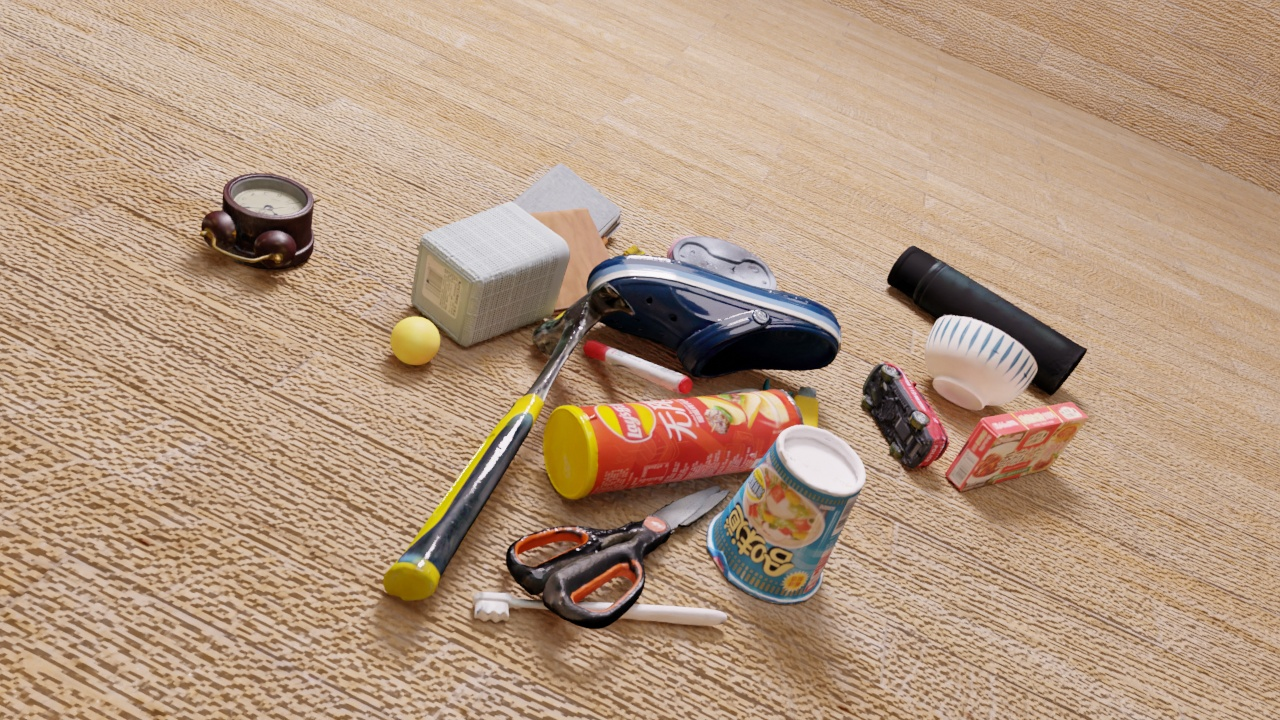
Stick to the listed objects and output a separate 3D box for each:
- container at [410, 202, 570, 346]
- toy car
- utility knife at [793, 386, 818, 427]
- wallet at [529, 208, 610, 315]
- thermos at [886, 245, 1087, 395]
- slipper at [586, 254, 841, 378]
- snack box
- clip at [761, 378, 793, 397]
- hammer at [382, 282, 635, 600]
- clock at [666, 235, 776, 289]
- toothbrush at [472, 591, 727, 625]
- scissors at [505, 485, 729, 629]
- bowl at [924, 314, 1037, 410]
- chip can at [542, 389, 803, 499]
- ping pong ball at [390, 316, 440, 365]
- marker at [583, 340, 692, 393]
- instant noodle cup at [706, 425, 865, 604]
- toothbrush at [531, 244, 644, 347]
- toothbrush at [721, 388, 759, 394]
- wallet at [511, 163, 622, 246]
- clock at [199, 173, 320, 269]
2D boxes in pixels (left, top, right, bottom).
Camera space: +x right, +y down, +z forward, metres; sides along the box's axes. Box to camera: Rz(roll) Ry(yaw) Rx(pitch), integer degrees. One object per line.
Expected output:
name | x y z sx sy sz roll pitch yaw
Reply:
container | -0.139 -0.076 0.832 0.090 0.090 0.111 37 40 21
toy car | 0.261 0.054 0.908 0.045 0.053 0.120 6 40 -25
utility knife | 0.153 0.071 0.854 0.033 0.015 0.176 27 33 -3
wallet | -0.075 -0.102 0.930 0.101 0.020 0.115 -14 71 -40
thermos | 0.428 -0.059 1.138 0.242 0.069 0.089 41 43 25
slipper | 0.067 -0.024 0.874 0.252 0.105 0.095 12 57 -9
snack box | 0.372 0.084 0.905 0.152 0.075 0.025 -5 42 -35
clip | 0.128 0.038 0.889 0.034 0.013 0.054 30 33 13
hammer | -0.091 0.043 0.683 0.032 0.126 0.322 45 40 -15
clock | 0.082 -0.089 0.997 0.117 0.060 0.158 16 36 -6
toothbrush | -0.023 0.171 0.618 0.180 0.016 0.016 9 44 -18
scissors | -0.010 0.121 0.683 0.139 0.022 0.234 20 25 10
bowl | 0.356 0.011 0.988 0.116 0.116 0.066 32 79 14
chip can | 0.032 0.064 0.745 0.216 0.073 0.073 -3 41 -32
ping pong ball | -0.187 -0.016 0.762 0.040 0.040 0.040 15 35 -11
marker | -0.005 0.005 0.802 0.017 0.017 0.145 -6 17 -35
instant noodle cup | 0.115 0.112 0.693 0.099 0.110 0.099 15 35 -11
toothbrush | -0.049 -0.067 0.903 0.016 0.016 0.189 46 46 -3
toothbrush | 0.044 0.042 0.831 0.191 0.018 0.016 -11 46 -39
wallet | -0.085 -0.153 1.006 0.106 0.037 0.129 37 44 1
clock | -0.333 -0.117 0.807 0.082 0.055 0.121 19 36 -6
